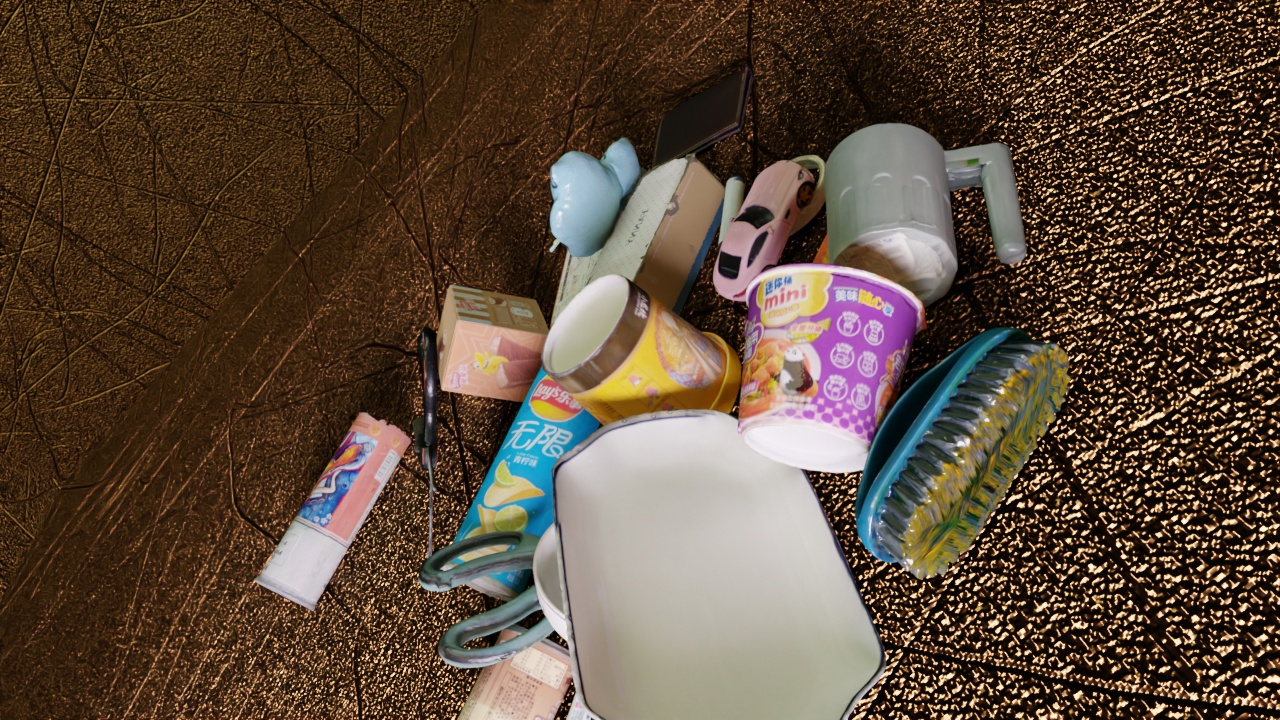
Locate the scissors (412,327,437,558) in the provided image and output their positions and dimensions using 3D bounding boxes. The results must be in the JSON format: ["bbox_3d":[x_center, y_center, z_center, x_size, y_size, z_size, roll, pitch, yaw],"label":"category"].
[{"bbox_3d":[-0.215,0.081,0.917,0.221,0.021,0.233,157,113,-74],"label":"scissors"}]

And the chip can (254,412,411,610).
[{"bbox_3d":[-0.340,0.166,1.029,0.071,0.071,0.214,-4,53,52],"label":"chip can"}]

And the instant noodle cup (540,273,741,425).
[{"bbox_3d":[-0.004,0.004,0.702,0.119,0.114,0.118,-35,33,27],"label":"instant noodle cup"}]

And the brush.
[{"bbox_3d":[0.162,0.043,0.489,0.144,0.055,0.073,-54,31,-4],"label":"brush"}]

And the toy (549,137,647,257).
[{"bbox_3d":[-0.040,-0.155,0.894,0.050,0.161,0.156,10,63,29],"label":"toy"}]

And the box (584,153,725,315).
[{"bbox_3d":[0.012,-0.101,0.852,0.090,0.062,0.184,-6,54,52],"label":"box"}]

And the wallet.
[{"bbox_3d":[0.066,-0.259,0.995,0.123,0.020,0.096,-20,47,40],"label":"wallet"}]

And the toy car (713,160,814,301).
[{"bbox_3d":[0.096,-0.106,0.743,0.056,0.037,0.122,28,95,51],"label":"toy car"}]

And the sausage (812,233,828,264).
[{"bbox_3d":[0.121,-0.038,0.669,0.021,0.021,0.165,1,58,54],"label":"sausage"}]

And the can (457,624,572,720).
[{"bbox_3d":[-0.091,0.241,0.613,0.059,0.058,0.116,-3,54,53],"label":"can"}]

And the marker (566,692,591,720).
[{"bbox_3d":[-0.047,0.251,0.586,0.017,0.017,0.145,-14,46,47],"label":"marker"}]

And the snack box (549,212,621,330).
[{"bbox_3d":[-0.051,-0.091,0.960,0.075,0.026,0.153,-28,37,34],"label":"snack box"}]

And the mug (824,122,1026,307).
[{"bbox_3d":[0.183,-0.095,0.603,0.124,0.084,0.103,-6,48,19],"label":"mug"}]

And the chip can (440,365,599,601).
[{"bbox_3d":[-0.087,0.090,0.765,0.071,0.071,0.209,-8,51,50],"label":"chip can"}]

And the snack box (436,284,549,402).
[{"bbox_3d":[-0.151,-0.017,0.925,0.092,0.094,0.077,-120,44,-59],"label":"snack box"}]

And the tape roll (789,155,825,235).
[{"bbox_3d":[0.125,-0.138,0.783,0.086,0.014,0.085,-35,34,27],"label":"tape roll"}]

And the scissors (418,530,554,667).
[{"bbox_3d":[-0.085,0.148,0.661,0.176,0.019,0.172,-30,31,-33],"label":"scissors"}]

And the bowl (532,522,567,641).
[{"bbox_3d":[-0.010,0.147,0.584,0.113,0.062,0.113,-1,34,0],"label":"bowl"}]

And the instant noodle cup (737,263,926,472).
[{"bbox_3d":[0.109,0.009,0.557,0.112,0.111,0.099,-12,55,48],"label":"instant noodle cup"}]

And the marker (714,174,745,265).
[{"bbox_3d":[0.080,-0.120,0.819,0.018,0.023,0.130,-3,50,17],"label":"marker"}]

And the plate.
[{"bbox_3d":[0.034,0.122,0.534,0.162,0.034,0.265,-7,35,-7],"label":"plate"}]
